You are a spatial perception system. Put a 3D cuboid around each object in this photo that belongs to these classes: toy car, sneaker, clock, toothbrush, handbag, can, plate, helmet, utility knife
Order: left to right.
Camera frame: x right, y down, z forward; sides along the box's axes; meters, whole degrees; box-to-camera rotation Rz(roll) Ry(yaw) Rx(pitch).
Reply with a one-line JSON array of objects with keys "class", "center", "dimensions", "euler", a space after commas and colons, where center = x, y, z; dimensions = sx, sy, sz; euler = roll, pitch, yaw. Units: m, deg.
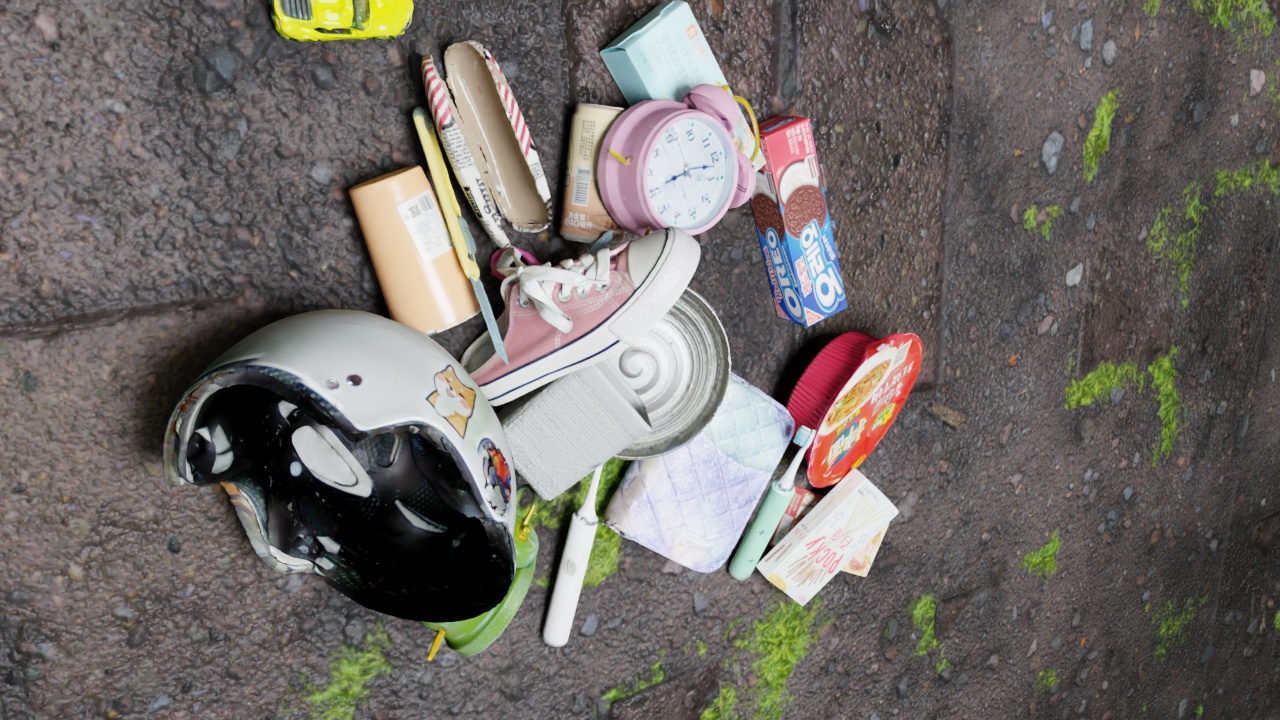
[{"class": "toy car", "center": [-0.219, -0.262, 0.679], "dimensions": [0.105, 0.032, 0.048], "euler": [-13, 110, -29]}, {"class": "helmet", "center": [-0.200, 0.065, 0.697], "dimensions": [0.274, 0.231, 0.156], "euler": [49, 36, -33]}, {"class": "utility knife", "center": [-0.143, -0.100, 0.721], "dimensions": [0.022, 0.031, 0.220], "euler": [-15, 87, 16]}, {"class": "clock", "center": [-0.138, 0.179, 0.805], "dimensions": [0.056, 0.116, 0.161], "euler": [37, 86, -23]}, {"class": "sneaker", "center": [-0.067, -0.047, 0.744], "dimensions": [0.242, 0.118, 0.088], "euler": [-28, 125, 24]}, {"class": "toothbrush", "center": [-0.059, 0.176, 0.883], "dimensions": [0.027, 0.026, 0.221], "euler": [15, 107, 0]}, {"class": "can", "center": [-0.036, -0.162, 0.801], "dimensions": [0.058, 0.058, 0.116], "euler": [1, 103, -31]}, {"class": "plate", "center": [-0.005, 0.005, 0.863], "dimensions": [0.179, 0.024, 0.179], "euler": [-1, 102, -7]}, {"class": "clock", "center": [0.041, -0.169, 0.780], "dimensions": [0.158, 0.060, 0.117], "euler": [-35, 122, -25]}, {"class": "handbag", "center": [0.059, 0.107, 0.927], "dimensions": [0.134, 0.076, 0.193], "euler": [32, 85, -29]}, {"class": "toothbrush", "center": [0.138, 0.153, 0.958], "dimensions": [0.026, 0.027, 0.225], "euler": [-60, 171, -52]}]

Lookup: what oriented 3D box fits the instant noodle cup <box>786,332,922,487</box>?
[{"class": "instant noodle cup", "center": [0.219, 0.040, 0.982], "dimensions": [0.193, 0.066, 0.194], "euler": [-33, 144, -29]}]

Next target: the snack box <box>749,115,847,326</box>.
[{"class": "snack box", "center": [0.155, -0.138, 0.926], "dimensions": [0.058, 0.057, 0.208], "euler": [-27, 116, -19]}]

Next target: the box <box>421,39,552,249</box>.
[{"class": "box", "center": [-0.136, -0.166, 0.737], "dimensions": [0.083, 0.075, 0.163], "euler": [-40, 123, -31]}]

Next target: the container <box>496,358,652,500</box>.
[{"class": "container", "center": [-0.064, 0.052, 0.808], "dimensions": [0.114, 0.090, 0.090], "euler": [-38, 103, 5]}]

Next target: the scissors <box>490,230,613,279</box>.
[{"class": "scissors", "center": [-0.066, -0.062, 0.806], "dimensions": [0.133, 0.017, 0.130], "euler": [7, 120, 2]}]

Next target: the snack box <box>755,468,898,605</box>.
[{"class": "snack box", "center": [0.210, 0.199, 1.030], "dimensions": [0.157, 0.027, 0.084], "euler": [-46, 127, 3]}]

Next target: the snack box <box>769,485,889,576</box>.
[{"class": "snack box", "center": [0.225, 0.203, 1.083], "dimensions": [0.152, 0.025, 0.075], "euler": [23, 92, -34]}]

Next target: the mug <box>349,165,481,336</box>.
[{"class": "mug", "center": [-0.180, -0.087, 0.729], "dimensions": [0.078, 0.078, 0.123], "euler": [-27, 112, -23]}]

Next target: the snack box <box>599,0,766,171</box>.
[{"class": "snack box", "center": [0.042, -0.228, 0.834], "dimensions": [0.074, 0.052, 0.175], "euler": [-42, 121, -13]}]
